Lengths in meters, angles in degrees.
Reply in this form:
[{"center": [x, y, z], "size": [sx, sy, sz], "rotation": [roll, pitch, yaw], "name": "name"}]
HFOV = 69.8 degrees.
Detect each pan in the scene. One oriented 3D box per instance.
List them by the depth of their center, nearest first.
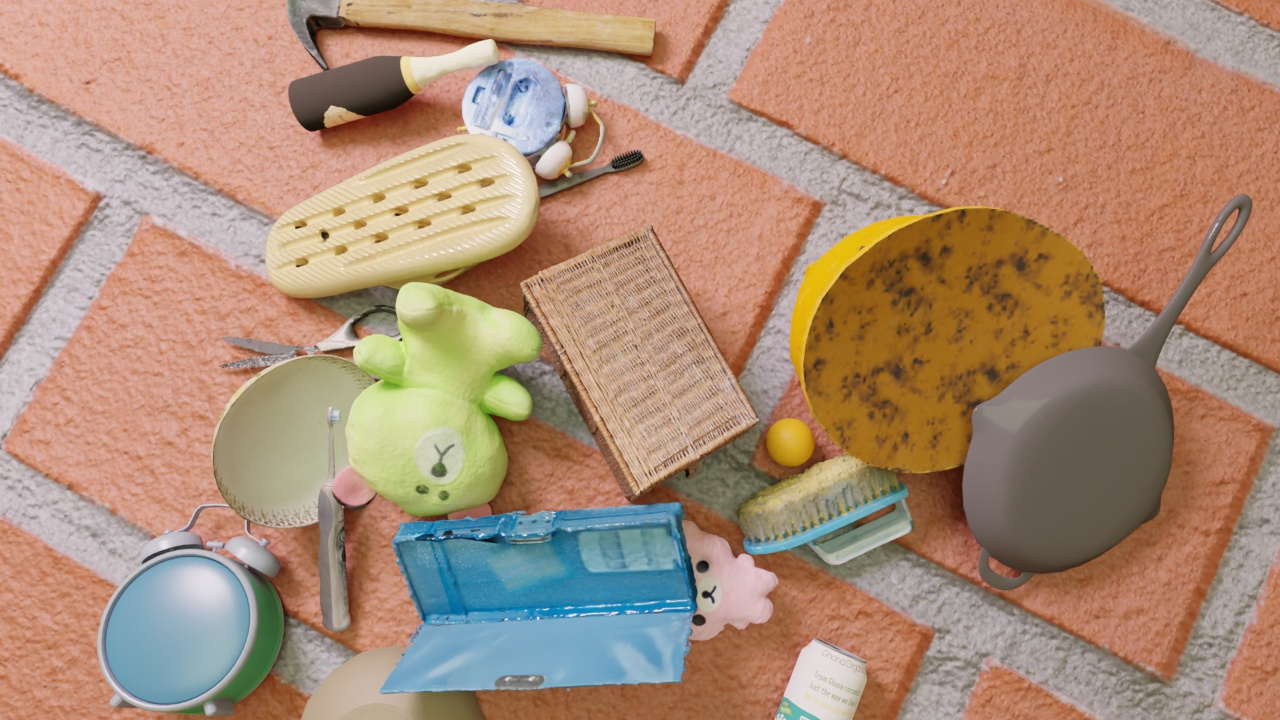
[{"center": [0.375, 0.032, 0.711], "size": [0.216, 0.024, 0.355], "rotation": [26, 98, -21], "name": "pan"}]

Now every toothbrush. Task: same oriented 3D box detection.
[{"center": [-0.247, 0.127, 0.735], "size": [0.024, 0.022, 0.186], "rotation": [3, 100, 6], "name": "toothbrush"}, {"center": [-0.075, -0.153, 0.811], "size": [0.167, 0.013, 0.013], "rotation": [-21, 82, 0], "name": "toothbrush"}]

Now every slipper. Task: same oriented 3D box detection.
[{"center": [-0.195, -0.112, 0.776], "size": [0.262, 0.079, 0.111], "rotation": [-13, 78, 17], "name": "slipper"}]

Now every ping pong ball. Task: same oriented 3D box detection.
[{"center": [0.124, 0.068, 0.761], "size": [0.040, 0.040, 0.040], "rotation": [0, 81, 0], "name": "ping pong ball"}]

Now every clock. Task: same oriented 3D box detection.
[{"center": [-0.350, 0.196, 0.732], "size": [0.122, 0.075, 0.161], "rotation": [4, 69, 2], "name": "clock"}, {"center": [-0.093, -0.207, 0.799], "size": [0.125, 0.052, 0.088], "rotation": [20, 81, 3], "name": "clock"}]

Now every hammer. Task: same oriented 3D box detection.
[{"center": [-0.152, -0.305, 0.825], "size": [0.330, 0.033, 0.132], "rotation": [6, 80, 1], "name": "hammer"}]

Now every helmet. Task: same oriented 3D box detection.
[{"center": [0.215, -0.030, 0.727], "size": [0.255, 0.131, 0.205], "rotation": [1, 110, -20], "name": "helmet"}]

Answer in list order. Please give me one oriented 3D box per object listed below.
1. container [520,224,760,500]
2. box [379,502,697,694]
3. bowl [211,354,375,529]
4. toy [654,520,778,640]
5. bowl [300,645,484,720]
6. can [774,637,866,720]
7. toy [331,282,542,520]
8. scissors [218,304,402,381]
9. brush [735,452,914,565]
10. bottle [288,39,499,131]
[{"center": [-0.004, 0.004, 0.735], "size": [0.112, 0.114, 0.198], "rotation": [-27, 84, -9], "name": "container"}, {"center": [-0.081, 0.176, 0.675], "size": [0.232, 0.112, 0.094], "rotation": [-6, 113, 12], "name": "box"}, {"center": [-0.282, 0.058, 0.738], "size": [0.063, 0.145, 0.145], "rotation": [19, 80, 41], "name": "bowl"}, {"center": [0.061, 0.182, 0.735], "size": [0.096, 0.052, 0.099], "rotation": [7, 86, 16], "name": "toy"}, {"center": [-0.201, 0.306, 0.721], "size": [0.152, 0.050, 0.152], "rotation": [0, 81, 0], "name": "bowl"}, {"center": [0.138, 0.275, 0.722], "size": [0.055, 0.055, 0.101], "rotation": [23, 82, 4], "name": "can"}, {"center": [-0.161, 0.035, 0.729], "size": [0.150, 0.107, 0.197], "rotation": [18, 114, -24], "name": "toy"}, {"center": [-0.272, -0.011, 0.790], "size": [0.165, 0.012, 0.150], "rotation": [37, 83, 6], "name": "scissors"}, {"center": [0.148, 0.129, 0.747], "size": [0.136, 0.055, 0.075], "rotation": [-23, 104, -3], "name": "brush"}, {"center": [-0.209, -0.242, 0.788], "size": [0.185, 0.045, 0.045], "rotation": [-12, 81, 11], "name": "bottle"}]
